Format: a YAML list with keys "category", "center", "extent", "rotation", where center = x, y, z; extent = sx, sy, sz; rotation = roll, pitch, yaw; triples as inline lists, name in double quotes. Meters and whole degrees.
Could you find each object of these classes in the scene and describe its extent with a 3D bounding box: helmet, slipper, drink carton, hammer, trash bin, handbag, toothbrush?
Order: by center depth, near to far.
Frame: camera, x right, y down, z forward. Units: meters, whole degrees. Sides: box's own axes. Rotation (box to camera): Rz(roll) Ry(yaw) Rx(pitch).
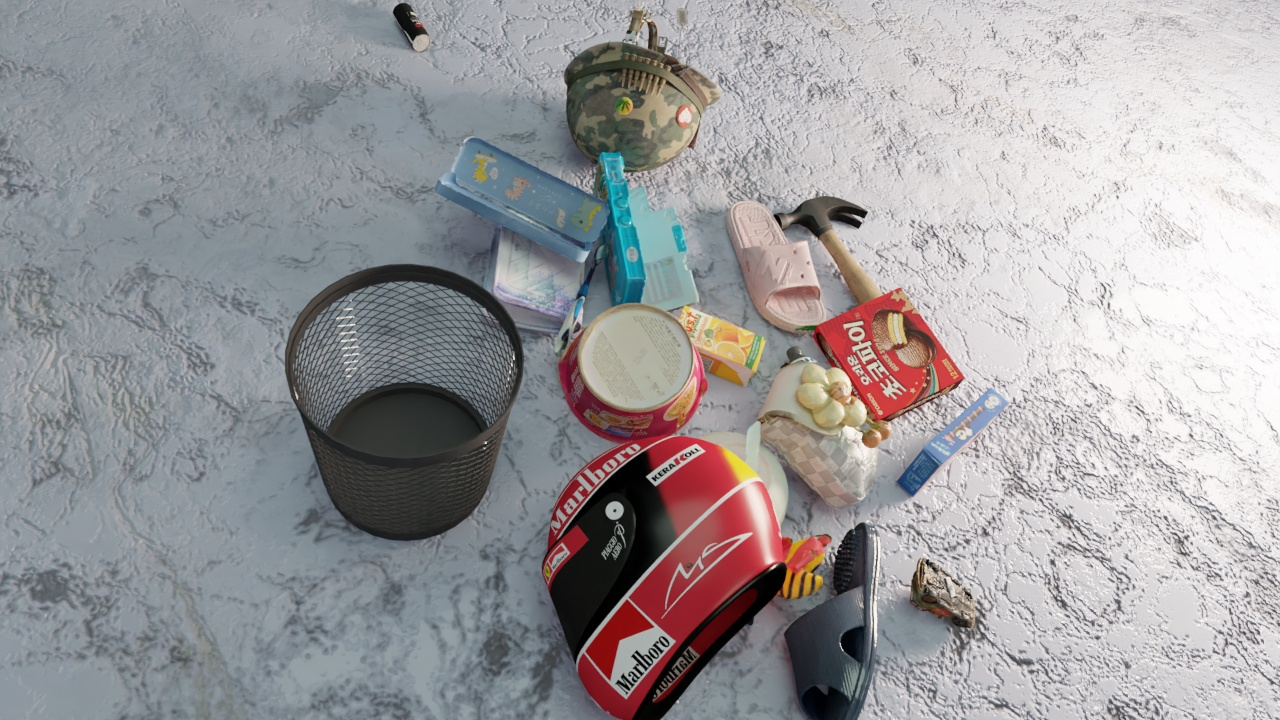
- category: "helmet"
  center: [0.010, 0.199, 0.935]
  extent: [0.270, 0.198, 0.224]
  rotation: [-44, 65, -7]
- category: "trash bin"
  center: [-0.241, 0.056, 0.954]
  extent: [0.217, 0.228, 0.217]
  rotation: [6, 56, -10]
- category: "slipper"
  center: [0.204, 0.283, 0.991]
  extent: [0.082, 0.101, 0.262]
  rotation: [20, 51, -1]
- category: "handbag"
  center: [0.228, 0.087, 1.093]
  extent: [0.171, 0.124, 0.112]
  rotation: [46, 43, -13]
- category: "toothbrush"
  center: [-0.073, -0.079, 1.161]
  extent: [0.016, 0.017, 0.188]
  rotation: [39, 52, -26]
- category: "handbag"
  center: [-0.135, -0.113, 1.195]
  extent: [0.126, 0.069, 0.158]
  rotation: [16, 54, -20]
- category: "drink carton"
  center: [0.095, -0.020, 1.200]
  extent: [0.122, 0.041, 0.058]
  rotation: [22, 55, 2]
- category: "slipper"
  center: [0.190, -0.144, 1.292]
  extent: [0.094, 0.065, 0.239]
  rotation: [-10, 58, -19]
- category: "hammer"
  center: [0.320, -0.112, 1.321]
  extent: [0.132, 0.040, 0.305]
  rotation: [-19, 64, -20]
- category: "helmet"
  center: [0.002, -0.391, 1.324]
  extent: [0.224, 0.192, 0.236]
  rotation: [-6, 82, 7]

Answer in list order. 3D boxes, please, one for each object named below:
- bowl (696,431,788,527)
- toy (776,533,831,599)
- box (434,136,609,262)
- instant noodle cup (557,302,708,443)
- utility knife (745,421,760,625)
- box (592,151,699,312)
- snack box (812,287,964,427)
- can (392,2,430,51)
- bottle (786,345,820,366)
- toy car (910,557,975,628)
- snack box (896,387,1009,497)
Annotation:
- category: "bowl"
  center: [0.105, 0.145, 1.074]
  extent: [0.153, 0.073, 0.153]
  rotation: [6, 55, -9]
- category: "toy"
  center: [0.174, 0.227, 1.026]
  extent: [0.084, 0.046, 0.103]
  rotation: [-12, 19, 18]
- category: "box"
  center: [-0.149, -0.199, 1.170]
  extent: [0.209, 0.047, 0.121]
  rotation: [26, 49, -6]
- category: "instant noodle cup"
  center: [-0.007, 0.006, 1.110]
  extent: [0.178, 0.078, 0.178]
  rotation: [1, 70, -3]
- category: "utility knife"
  center: [0.121, 0.181, 1.015]
  extent: [0.030, 0.019, 0.227]
  rotation: [2, 96, -25]
- category: "box"
  center: [0.010, -0.171, 1.248]
  extent: [0.117, 0.097, 0.226]
  rotation: [-3, 58, -14]
- category: "snack box"
  center: [0.329, -0.005, 1.226]
  extent: [0.132, 0.036, 0.152]
  rotation: [-24, 67, -11]
- category: "can"
  center: [-0.356, -0.520, 1.428]
  extent: [0.031, 0.032, 0.080]
  rotation: [-21, 64, -25]
- category: "bottle"
  center: [0.219, 0.031, 1.192]
  extent: [0.047, 0.047, 0.112]
  rotation: [-8, 59, -18]
- category: "toy car"
  center: [0.342, 0.271, 1.064]
  extent: [0.112, 0.047, 0.047]
  rotation: [37, 51, -24]
- category: "snack box"
  center: [0.395, 0.104, 1.162]
  extent: [0.153, 0.088, 0.033]
  rotation: [-33, 67, -30]
